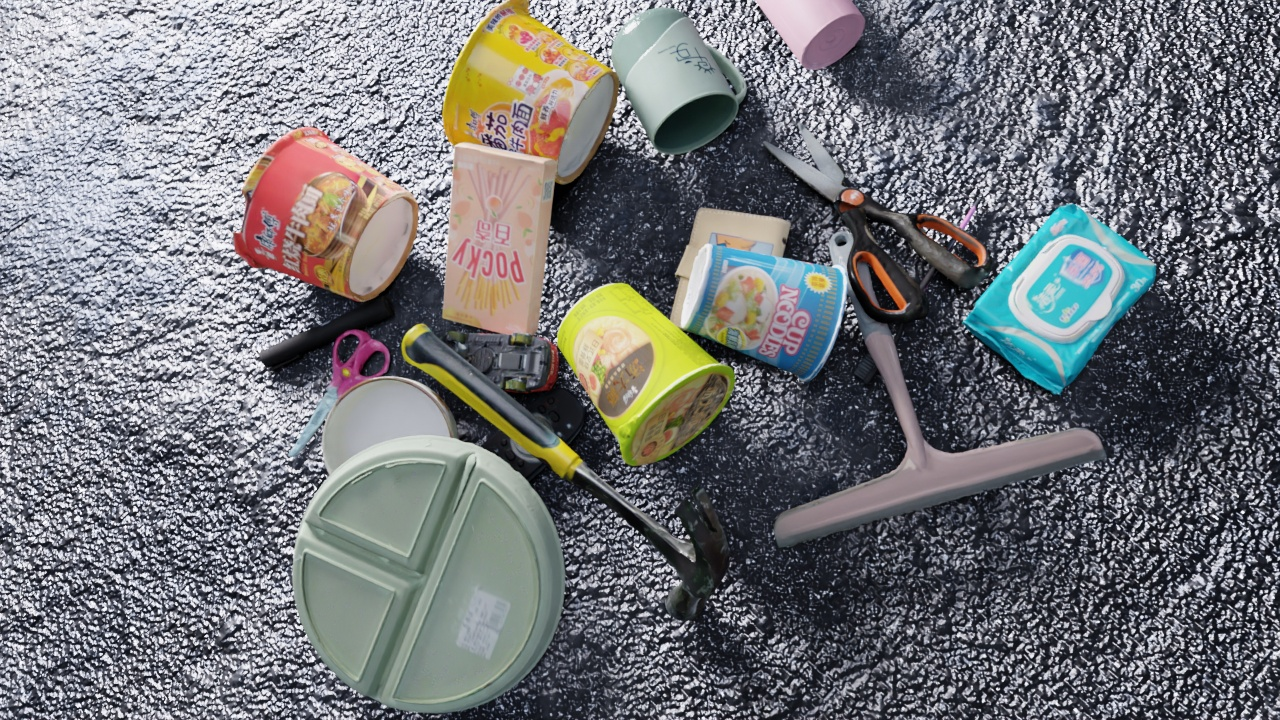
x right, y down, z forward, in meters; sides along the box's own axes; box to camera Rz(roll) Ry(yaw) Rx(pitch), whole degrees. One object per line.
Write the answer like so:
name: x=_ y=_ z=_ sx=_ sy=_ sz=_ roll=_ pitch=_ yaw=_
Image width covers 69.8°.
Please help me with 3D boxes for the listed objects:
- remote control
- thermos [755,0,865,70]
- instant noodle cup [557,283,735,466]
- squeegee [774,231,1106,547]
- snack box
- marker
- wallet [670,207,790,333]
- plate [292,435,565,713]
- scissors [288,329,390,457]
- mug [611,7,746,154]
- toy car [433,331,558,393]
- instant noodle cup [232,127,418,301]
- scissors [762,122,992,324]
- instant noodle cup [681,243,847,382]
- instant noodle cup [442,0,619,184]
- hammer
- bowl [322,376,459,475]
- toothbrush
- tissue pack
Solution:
remote control: x=-0.104 y=0.079 z=0.786 sx=0.136 sy=0.024 sz=0.053 roll=-41 pitch=70 yaw=-3
thermos: x=0.116 y=-0.357 z=0.830 sx=0.087 sy=0.067 sz=0.198 roll=-19 pitch=70 yaw=-33
instant noodle cup: x=-0.004 y=0.004 z=0.750 sx=0.111 sy=0.112 sz=0.123 roll=-41 pitch=64 yaw=-2
squeegee: x=0.192 y=-0.006 z=0.727 sx=0.248 sy=0.040 sz=0.249 roll=-19 pitch=64 yaw=12
snack box: x=-0.124 y=-0.103 z=0.796 sx=0.084 sy=0.026 sz=0.157 roll=14 pitch=110 yaw=14
marker: x=-0.291 y=-0.025 z=0.853 sx=0.132 sy=0.020 sz=0.022 roll=-23 pitch=87 yaw=5
wallet: x=0.075 y=-0.074 z=0.794 sx=0.087 sy=0.024 sz=0.115 roll=13 pitch=80 yaw=9
plate: x=-0.175 y=0.175 z=0.739 sx=0.230 sy=0.027 sz=0.230 roll=0 pitch=93 yaw=7
scissors: x=-0.282 y=0.033 z=0.838 sx=0.056 sy=0.017 sz=0.133 roll=35 pitch=89 yaw=2
mug: x=0.039 y=-0.254 z=0.823 sx=0.111 sy=0.082 sz=0.106 roll=-16 pitch=69 yaw=-25
toy car: x=-0.126 y=0.003 z=0.799 sx=0.121 sy=0.045 sz=0.053 roll=4 pitch=81 yaw=24
instant noodle cup: x=-0.272 y=-0.124 z=0.822 sx=0.108 sy=0.138 sz=0.137 roll=26 pitch=82 yaw=7
scissors: x=0.178 y=-0.117 z=0.761 sx=0.229 sy=0.022 sz=0.189 roll=24 pitch=61 yaw=16
instant noodle cup: x=0.093 y=-0.044 z=0.726 sx=0.110 sy=0.099 sz=0.099 roll=15 pitch=78 yaw=-6
instant noodle cup: x=-0.091 y=-0.228 z=0.812 sx=0.110 sy=0.138 sz=0.138 roll=29 pitch=82 yaw=8
hammer: x=-0.066 y=0.072 z=0.725 sx=0.323 sy=0.126 sz=0.031 roll=37 pitch=49 yaw=15
bowl: x=-0.204 y=0.069 z=0.782 sx=0.113 sy=0.062 sz=0.113 roll=0 pitch=92 yaw=8
toothbrush: x=0.232 y=-0.061 z=0.763 sx=0.018 sy=0.014 sz=0.189 roll=31 pitch=83 yaw=18
tissue pack: x=0.328 y=-0.047 z=0.722 sx=0.093 sy=0.050 sz=0.133 roll=39 pitch=86 yaw=17
